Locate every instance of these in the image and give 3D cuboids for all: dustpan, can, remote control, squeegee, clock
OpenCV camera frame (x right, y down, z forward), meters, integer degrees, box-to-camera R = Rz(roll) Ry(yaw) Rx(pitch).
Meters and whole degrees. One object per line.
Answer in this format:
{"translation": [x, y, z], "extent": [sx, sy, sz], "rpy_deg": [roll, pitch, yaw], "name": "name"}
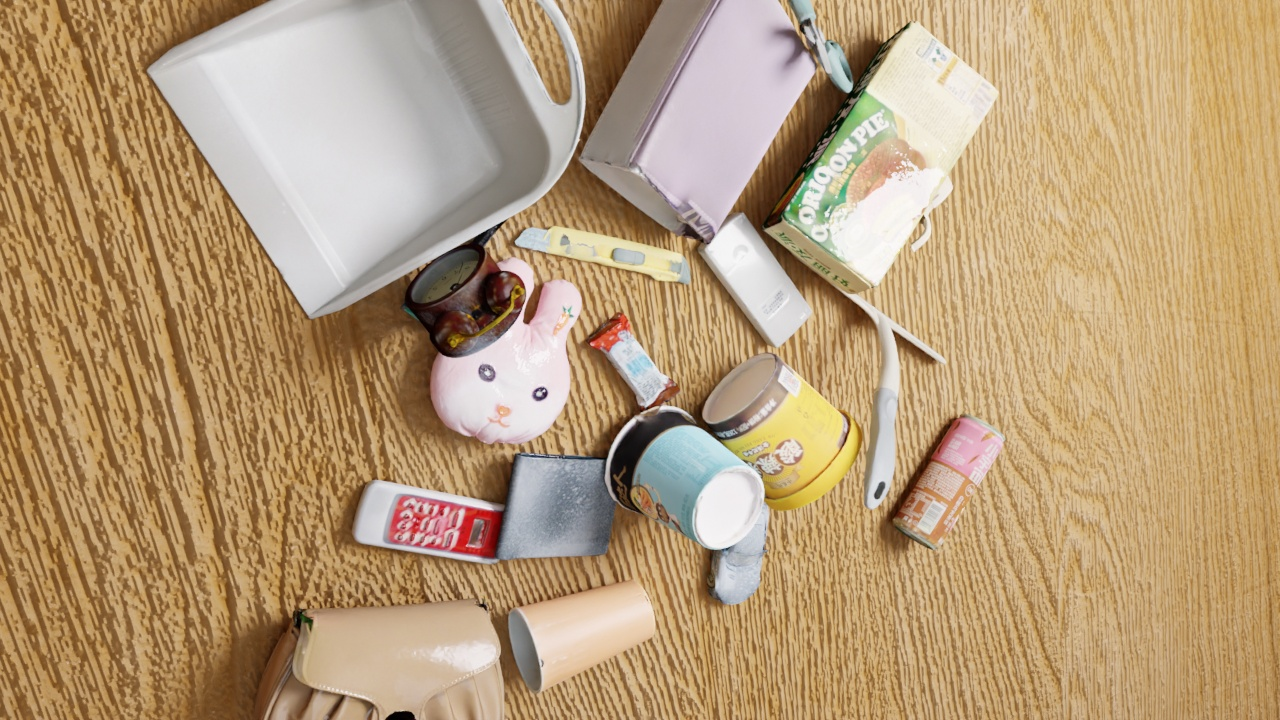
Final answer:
{"translation": [-0.181, -0.180, 0.675], "extent": [0.257, 0.143, 0.223], "rpy_deg": [-34, 111, -16], "name": "dustpan"}
{"translation": [0.339, 0.134, 1.011], "extent": [0.058, 0.058, 0.147], "rpy_deg": [37, 84, -25], "name": "can"}
{"translation": [0.112, -0.078, 0.890], "extent": [0.056, 0.019, 0.135], "rpy_deg": [-45, 114, -10], "name": "remote control"}
{"translation": [0.229, 0.028, 0.874], "extent": [0.246, 0.039, 0.245], "rpy_deg": [31, 49, -25], "name": "squeegee"}
{"translation": [-0.132, -0.044, 0.710], "extent": [0.082, 0.122, 0.055], "rpy_deg": [-40, 125, -11], "name": "clock"}
{"translation": [-0.180, 0.143, 0.803], "extent": [0.136, 0.020, 0.056], "rpy_deg": [17, 94, -26], "name": "remote control"}

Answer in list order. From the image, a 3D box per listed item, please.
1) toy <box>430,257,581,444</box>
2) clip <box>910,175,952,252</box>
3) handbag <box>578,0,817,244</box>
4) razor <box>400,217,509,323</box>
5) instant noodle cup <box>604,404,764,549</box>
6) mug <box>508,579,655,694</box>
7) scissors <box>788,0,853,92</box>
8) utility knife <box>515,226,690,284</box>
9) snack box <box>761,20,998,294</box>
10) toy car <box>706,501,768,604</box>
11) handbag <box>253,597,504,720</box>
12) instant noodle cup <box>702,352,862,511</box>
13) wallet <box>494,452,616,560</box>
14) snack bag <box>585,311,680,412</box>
{"translation": [-0.111, -0.006, 0.790], "extent": [0.121, 0.054, 0.159], "rpy_deg": [21, 83, -26], "name": "toy"}
{"translation": [0.287, -0.148, 0.929], "extent": [0.104, 0.089, 0.035], "rpy_deg": [-37, 112, -2], "name": "clip"}
{"translation": [0.053, -0.219, 0.794], "extent": [0.145, 0.098, 0.197], "rpy_deg": [33, 85, -42], "name": "handbag"}
{"translation": [-0.143, -0.089, 0.772], "extent": [0.042, 0.022, 0.142], "rpy_deg": [38, 86, -26], "name": "razor"}
{"translation": [0.045, 0.110, 0.831], "extent": [0.111, 0.120, 0.111], "rpy_deg": [-12, 112, -30], "name": "instant noodle cup"}
{"translation": [-0.053, 0.250, 0.854], "extent": [0.122, 0.078, 0.078], "rpy_deg": [-12, 105, -27], "name": "mug"}
{"translation": [0.163, -0.286, 0.823], "extent": [0.019, 0.174, 0.176], "rpy_deg": [-26, 138, 22], "name": "scissors"}
{"translation": [-0.030, -0.097, 0.830], "extent": [0.175, 0.019, 0.031], "rpy_deg": [9, 90, -21], "name": "utility knife"}
{"translation": [0.229, -0.191, 0.873], "extent": [0.114, 0.063, 0.240], "rpy_deg": [35, 81, -9], "name": "snack box"}
{"translation": [0.100, 0.190, 0.929], "extent": [0.054, 0.037, 0.121], "rpy_deg": [2, 102, -25], "name": "toy car"}
{"translation": [-0.212, 0.280, 0.771], "extent": [0.204, 0.100, 0.148], "rpy_deg": [4, 95, -28], "name": "handbag"}
{"translation": [0.131, 0.063, 0.877], "extent": [0.118, 0.118, 0.114], "rpy_deg": [-47, 107, -10], "name": "instant noodle cup"}
{"translation": [-0.072, 0.134, 0.841], "extent": [0.120, 0.019, 0.097], "rpy_deg": [8, 98, -37], "name": "wallet"}
{"translation": [-0.005, 0.005, 0.850], "extent": [0.045, 0.026, 0.105], "rpy_deg": [-42, 114, -11], "name": "snack bag"}
